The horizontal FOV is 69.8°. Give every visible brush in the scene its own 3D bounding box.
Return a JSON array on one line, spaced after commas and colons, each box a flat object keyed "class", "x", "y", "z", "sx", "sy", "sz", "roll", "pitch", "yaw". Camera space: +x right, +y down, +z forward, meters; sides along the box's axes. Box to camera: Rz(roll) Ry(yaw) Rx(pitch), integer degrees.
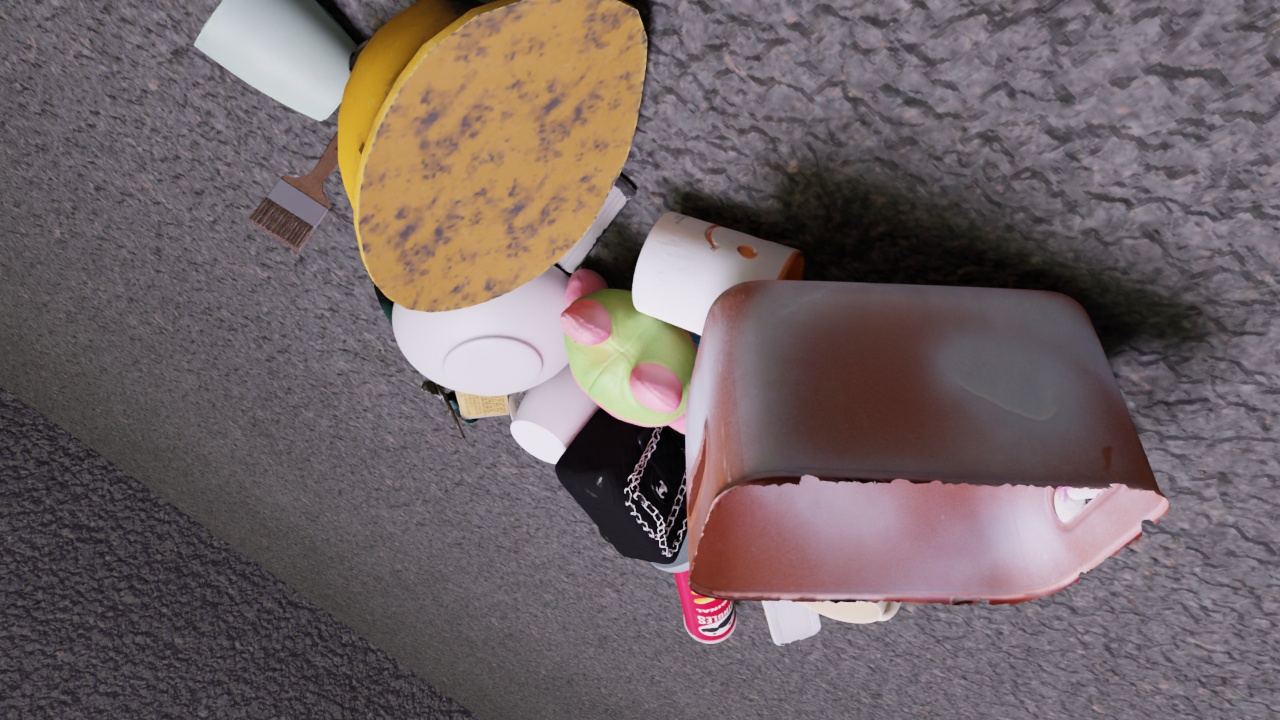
[{"class": "brush", "x": -0.264, "y": -0.155, "z": 0.756, "sx": 0.045, "sy": 0.142, "sz": 0.008, "roll": 32, "pitch": 150, "yaw": -17}]

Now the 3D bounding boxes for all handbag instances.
[{"class": "handbag", "x": 0.012, "y": 0.115, "z": 0.906, "sx": 0.115, "sy": 0.124, "sz": 0.154, "roll": -2, "pitch": 136, "yaw": 42}]

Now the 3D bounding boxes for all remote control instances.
[{"class": "remote control", "x": -0.043, "y": -0.112, "z": 0.751, "sx": 0.033, "sy": 0.013, "sz": 0.137, "roll": 38, "pitch": 149, "yaw": -7}]

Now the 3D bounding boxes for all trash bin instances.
[{"class": "trash bin", "x": 0.159, "y": 0.055, "z": 0.597, "sx": 0.259, "sy": 0.157, "sz": 0.182, "roll": 1, "pitch": 146, "yaw": -4}]

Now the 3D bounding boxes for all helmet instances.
[{"class": "helmet", "x": -0.118, "y": -0.164, "z": 0.610, "sx": 0.131, "sy": 0.204, "sz": 0.256, "roll": 51, "pitch": 138, "yaw": 23}]

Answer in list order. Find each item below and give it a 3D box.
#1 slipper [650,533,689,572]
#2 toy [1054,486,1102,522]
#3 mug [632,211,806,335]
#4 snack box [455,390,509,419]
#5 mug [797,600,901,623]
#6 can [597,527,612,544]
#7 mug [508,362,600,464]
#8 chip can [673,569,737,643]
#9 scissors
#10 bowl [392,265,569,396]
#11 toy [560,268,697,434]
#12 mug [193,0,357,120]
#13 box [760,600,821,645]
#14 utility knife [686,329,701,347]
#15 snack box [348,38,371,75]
[{"class": "slipper", "x": 0.104, "y": 0.154, "z": 0.932, "sx": 0.054, "sy": 0.098, "sz": 0.270, "roll": 22, "pitch": 146, "yaw": -28}, {"class": "toy", "x": 0.318, "y": 0.104, "z": 0.717, "sx": 0.079, "sy": 0.037, "sz": 0.123, "roll": 20, "pitch": 148, "yaw": -4}, {"class": "mug", "x": 0.058, "y": -0.056, "z": 0.676, "sx": 0.105, "sy": 0.082, "sz": 0.082, "roll": 21, "pitch": 146, "yaw": 18}, {"class": "snack box", "x": -0.169, "y": -0.020, "z": 0.927, "sx": 0.056, "sy": 0.057, "sz": 0.207, "roll": -5, "pitch": 145, "yaw": -6}, {"class": "mug", "x": 0.203, "y": 0.187, "z": 0.868, "sx": 0.120, "sy": 0.099, "sz": 0.096, "roll": 32, "pitch": 150, "yaw": -11}, {"class": "can", "x": -0.028, "y": 0.169, "z": 1.078, "sx": 0.054, "sy": 0.053, "sz": 0.138, "roll": 20, "pitch": 146, "yaw": 18}, {"class": "mug", "x": -0.095, "y": 0.049, "z": 0.941, "sx": 0.114, "sy": 0.087, "sz": 0.081, "roll": 7, "pitch": 140, "yaw": 34}, {"class": "chip can", "x": 0.075, "y": 0.262, "z": 1.103, "sx": 0.069, "sy": 0.069, "sz": 0.221, "roll": 17, "pitch": 144, "yaw": 23}, {"class": "scissors", "x": -0.234, "y": 0.005, "z": 1.022, "sx": 0.203, "sy": 0.015, "sz": 0.202, "roll": 60, "pitch": 178, "yaw": 4}, {"class": "bowl", "x": -0.134, "y": -0.017, "z": 0.829, "sx": 0.176, "sy": 0.066, "sz": 0.177, "roll": -5, "pitch": 144, "yaw": -4}, {"class": "toy", "x": -0.005, "y": 0.005, "z": 0.781, "sx": 0.192, "sy": 0.096, "sz": 0.237, "roll": 48, "pitch": 175, "yaw": 8}, {"class": "mug", "x": -0.277, "y": -0.245, "z": 0.717, "sx": 0.104, "sy": 0.084, "sz": 0.111, "roll": 36, "pitch": 178, "yaw": -29}, {"class": "box", "x": 0.165, "y": 0.250, "z": 1.035, "sx": 0.067, "sy": 0.069, "sz": 0.210, "roll": -4, "pitch": 137, "yaw": 15}, {"class": "utility knife", "x": 0.091, "y": 0.001, "z": 0.788, "sx": 0.176, "sy": 0.015, "sz": 0.022, "roll": 28, "pitch": 156, "yaw": 7}, {"class": "snack box", "x": -0.191, "y": -0.185, "z": 0.723, "sx": 0.072, "sy": 0.072, "sz": 0.122, "roll": 29, "pitch": 147, "yaw": 5}]
